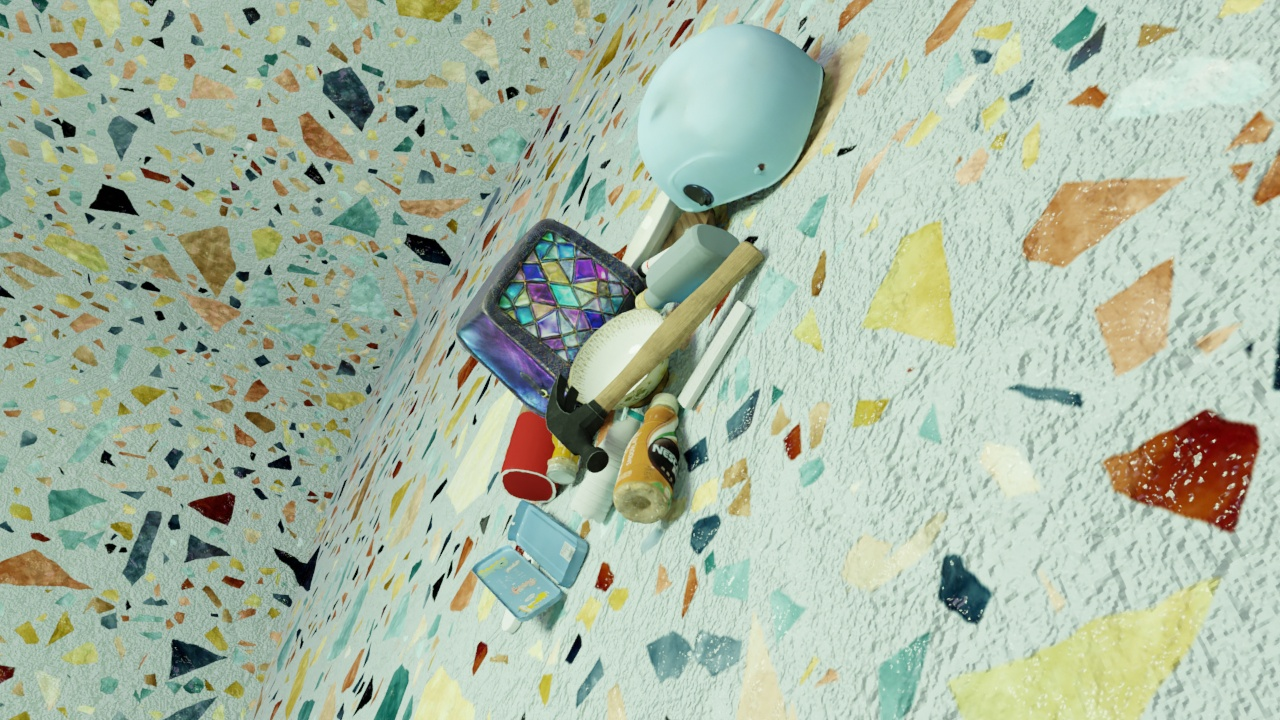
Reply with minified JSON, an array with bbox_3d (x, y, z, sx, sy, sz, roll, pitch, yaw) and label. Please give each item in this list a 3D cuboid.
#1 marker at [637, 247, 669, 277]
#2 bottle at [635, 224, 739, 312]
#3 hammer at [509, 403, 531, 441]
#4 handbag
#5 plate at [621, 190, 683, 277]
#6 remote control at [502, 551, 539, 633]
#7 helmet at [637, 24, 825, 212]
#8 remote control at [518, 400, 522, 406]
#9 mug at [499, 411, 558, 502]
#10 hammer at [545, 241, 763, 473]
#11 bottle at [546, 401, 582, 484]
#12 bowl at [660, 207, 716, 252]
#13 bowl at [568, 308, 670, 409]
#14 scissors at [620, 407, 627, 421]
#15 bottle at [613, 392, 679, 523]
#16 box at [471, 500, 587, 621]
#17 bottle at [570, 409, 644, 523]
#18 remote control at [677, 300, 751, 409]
[{"bbox_3d":[0.037,-0.133,1.173,0.146,0.019,0.019,-21,44,61],"label":"marker"},{"bbox_3d":[0.049,-0.104,1.127,0.162,0.072,0.046,-39,47,47],"label":"bottle"},{"bbox_3d":[-0.144,-0.007,1.444,0.130,0.040,0.320,121,167,-60],"label":"hammer"},{"bbox_3d":[-0.106,-0.048,1.213,0.126,0.222,0.204,-28,28,57],"label":"handbag"},{"bbox_3d":[0.019,-0.180,1.326,0.182,0.034,0.182,-59,10,16],"label":"plate"},{"bbox_3d":[-0.151,0.287,1.194,0.043,0.013,0.136,-34,34,53],"label":"remote control"},{"bbox_3d":[0.091,-0.310,1.143,0.266,0.166,0.225,-21,44,52],"label":"helmet"},{"bbox_3d":[-0.172,0.063,1.521,0.060,0.025,0.138,-60,22,6],"label":"remote control"},{"bbox_3d":[-0.146,0.144,1.286,0.117,0.080,0.096,96,-175,-52],"label":"mug"},{"bbox_3d":[0.019,-0.018,1.025,0.305,0.040,0.132,-46,39,-4],"label":"hammer"},{"bbox_3d":[-0.087,0.079,1.249,0.053,0.053,0.185,-37,31,49],"label":"bottle"},{"bbox_3d":[0.068,-0.152,1.203,0.120,0.032,0.119,-50,23,30],"label":"bowl"},{"bbox_3d":[-0.011,0.011,1.107,0.145,0.063,0.145,-27,39,24],"label":"bowl"},{"bbox_3d":[-0.005,0.009,1.193,0.065,0.033,0.173,120,169,-65],"label":"scissors"},{"bbox_3d":[0.014,0.097,0.976,0.059,0.059,0.166,-47,16,35],"label":"bottle"},{"bbox_3d":[-0.139,0.252,1.153,0.126,0.039,0.209,-53,24,-12],"label":"box"},{"bbox_3d":[-0.034,0.122,1.077,0.136,0.044,0.044,-63,20,-3],"label":"bottle"},{"bbox_3d":[0.081,-0.005,1.006,0.131,0.012,0.033,-59,18,8],"label":"remote control"}]
